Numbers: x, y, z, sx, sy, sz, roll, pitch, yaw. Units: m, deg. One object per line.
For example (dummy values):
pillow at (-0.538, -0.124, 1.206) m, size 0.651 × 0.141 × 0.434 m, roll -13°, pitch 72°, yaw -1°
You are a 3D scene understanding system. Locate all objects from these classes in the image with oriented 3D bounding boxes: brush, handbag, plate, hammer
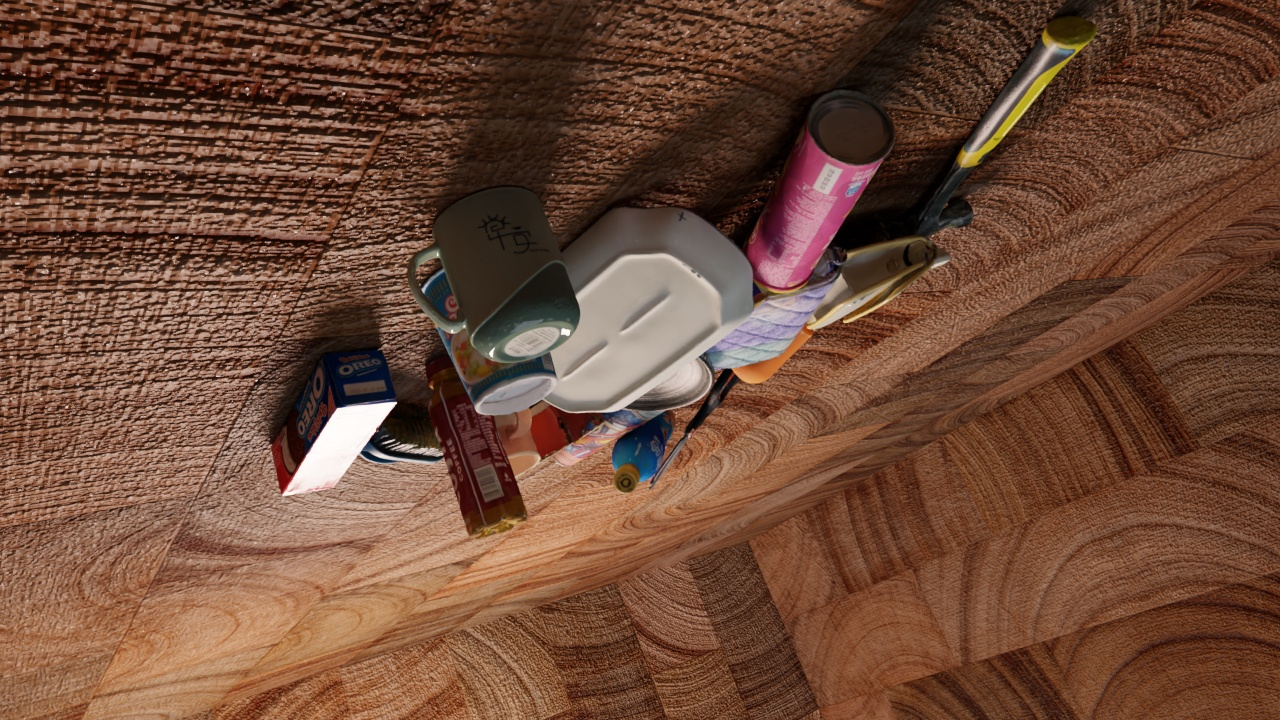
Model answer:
brush at (-0.253, 0.083, 0.965) m, size 0.074 × 0.055 × 0.143 m, roll -28°, pitch 161°, yaw 16°
handbag at (0.124, -0.059, 0.971) m, size 0.134 × 0.075 × 0.194 m, roll -12°, pitch 162°, yaw -14°
plate at (-0.006, 0.006, 1.006) m, size 0.179 × 0.024 × 0.180 m, roll 6°, pitch 151°, yaw 3°
handbag at (0.273, -0.090, 1.022) m, size 0.178 × 0.063 × 0.163 m, roll -17°, pitch 174°, yaw -9°
hammer at (0.319, -0.200, 0.871) m, size 0.126 × 0.032 × 0.324 m, roll -19°, pitch 162°, yaw -13°
plate at (-0.021, -0.029, 0.805) m, size 0.162 × 0.034 × 0.267 m, roll 37°, pitch 129°, yaw -23°

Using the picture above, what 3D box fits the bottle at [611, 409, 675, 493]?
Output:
bottle at (0.000, 0.113, 1.187) m, size 0.065 × 0.065 × 0.218 m, roll -28°, pitch -171°, yaw 18°

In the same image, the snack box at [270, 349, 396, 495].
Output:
snack box at (-0.291, 0.061, 0.861) m, size 0.058 × 0.057 × 0.208 m, roll -5°, pitch 155°, yaw -38°

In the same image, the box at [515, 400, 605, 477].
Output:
box at (-0.125, 0.101, 1.098) m, size 0.169 × 0.077 × 0.091 m, roll -33°, pitch 179°, yaw 31°

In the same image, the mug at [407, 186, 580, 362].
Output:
mug at (-0.108, -0.056, 0.661) m, size 0.111 × 0.106 × 0.082 m, roll -15°, pitch 161°, yaw -21°

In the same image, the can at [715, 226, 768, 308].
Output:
can at (0.053, -0.063, 0.848) m, size 0.102 × 0.083 × 0.057 m, roll -36°, pitch 174°, yaw 36°

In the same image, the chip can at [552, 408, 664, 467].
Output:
chip can at (-0.026, 0.056, 1.132) m, size 0.215 × 0.071 × 0.071 m, roll -32°, pitch 160°, yaw 28°

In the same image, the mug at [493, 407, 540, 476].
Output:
mug at (-0.151, 0.060, 0.938) m, size 0.081 × 0.106 × 0.115 m, roll -7°, pitch 156°, yaw -39°

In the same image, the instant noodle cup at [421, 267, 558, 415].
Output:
instant noodle cup at (-0.117, -0.018, 0.752) m, size 0.099 × 0.110 × 0.099 m, roll -21°, pitch 161°, yaw -8°

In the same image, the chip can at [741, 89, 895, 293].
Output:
chip can at (0.146, -0.136, 0.786) m, size 0.071 × 0.071 × 0.211 m, roll -17°, pitch 161°, yaw -15°

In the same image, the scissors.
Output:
scissors at (0.084, 0.081, 1.243) m, size 0.227 × 0.022 × 0.197 m, roll -58°, pitch 169°, yaw 15°

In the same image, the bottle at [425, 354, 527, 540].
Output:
bottle at (-0.160, 0.078, 0.869) m, size 0.057 × 0.174 × 0.057 m, roll -20°, pitch 162°, yaw -7°

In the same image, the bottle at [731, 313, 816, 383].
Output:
bottle at (0.177, -0.033, 1.140) m, size 0.150 × 0.066 × 0.066 m, roll -41°, pitch 156°, yaw 27°
